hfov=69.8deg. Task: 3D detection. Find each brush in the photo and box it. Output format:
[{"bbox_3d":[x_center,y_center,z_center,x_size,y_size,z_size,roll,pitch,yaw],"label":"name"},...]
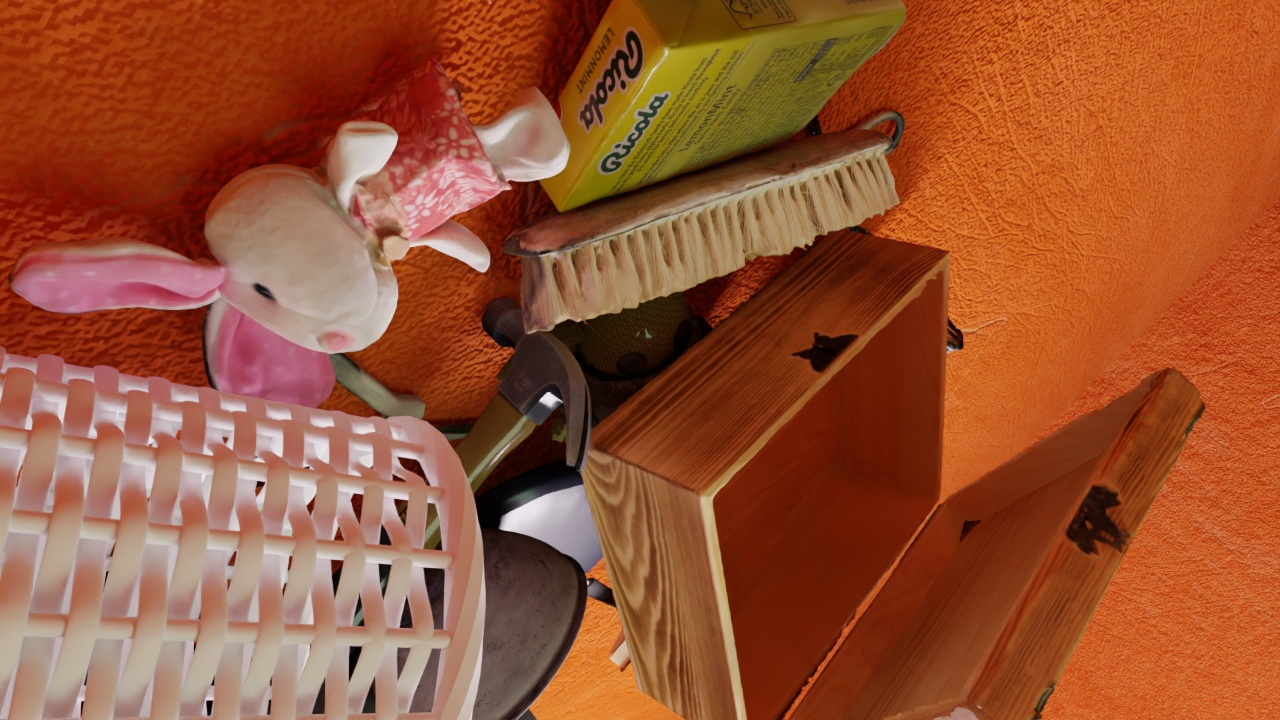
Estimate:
[{"bbox_3d":[0.045,-0.084,0.534,0.270,0.083,0.057,-23,110,-31],"label":"brush"}]

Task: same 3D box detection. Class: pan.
[{"bbox_3d":[-0.062,0.173,0.743,0.199,0.021,0.356,-36,151,0],"label":"pan"}]

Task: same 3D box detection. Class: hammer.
[{"bbox_3d":[-0.148,0.120,0.505,0.333,0.118,0.025,-50,141,0],"label":"hammer"}]

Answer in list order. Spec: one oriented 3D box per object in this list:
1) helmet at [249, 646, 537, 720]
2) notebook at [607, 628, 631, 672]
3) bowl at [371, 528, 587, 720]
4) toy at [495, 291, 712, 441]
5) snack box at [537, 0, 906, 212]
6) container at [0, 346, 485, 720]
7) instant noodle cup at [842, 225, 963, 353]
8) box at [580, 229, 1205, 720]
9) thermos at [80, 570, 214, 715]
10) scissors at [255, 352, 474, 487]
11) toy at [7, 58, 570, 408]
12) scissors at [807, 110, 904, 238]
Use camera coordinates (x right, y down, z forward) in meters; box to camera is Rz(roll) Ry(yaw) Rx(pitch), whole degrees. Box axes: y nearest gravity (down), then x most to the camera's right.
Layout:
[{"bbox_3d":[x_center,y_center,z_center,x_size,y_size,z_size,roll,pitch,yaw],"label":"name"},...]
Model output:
[{"bbox_3d":[-0.177,0.293,0.624,0.165,0.265,0.169,-22,-159,32],"label":"helmet"},{"bbox_3d":[0.046,0.184,0.900,0.168,0.024,0.225,-54,179,21],"label":"notebook"},{"bbox_3d":[-0.108,0.152,0.541,0.145,0.145,0.067,-41,112,-3],"label":"bowl"},{"bbox_3d":[-0.004,0.003,0.612,0.179,0.078,0.153,-30,150,-18],"label":"toy"},{"bbox_3d":[0.041,-0.144,0.466,0.180,0.045,0.122,-24,167,-35],"label":"snack box"},{"bbox_3d":[-0.184,0.099,0.339,0.186,0.189,0.190,15,121,-36],"label":"container"},{"bbox_3d":[0.182,-0.028,0.771,0.112,0.137,0.137,-45,155,26],"label":"instant noodle cup"},{"bbox_3d":[0.162,0.116,0.577,0.278,0.264,0.270,-40,135,-36],"label":"box"},{"bbox_3d":[-0.281,0.172,0.508,0.061,0.061,0.232,-30,151,-23],"label":"thermos"},{"bbox_3d":[-0.159,0.041,0.530,0.194,0.015,0.180,-25,149,-32],"label":"scissors"},{"bbox_3d":[-0.119,-0.050,0.373,0.194,0.084,0.159,-33,154,-5],"label":"toy"},{"bbox_3d":[0.135,-0.143,0.658,0.157,0.012,0.169,-29,149,-25],"label":"scissors"}]
